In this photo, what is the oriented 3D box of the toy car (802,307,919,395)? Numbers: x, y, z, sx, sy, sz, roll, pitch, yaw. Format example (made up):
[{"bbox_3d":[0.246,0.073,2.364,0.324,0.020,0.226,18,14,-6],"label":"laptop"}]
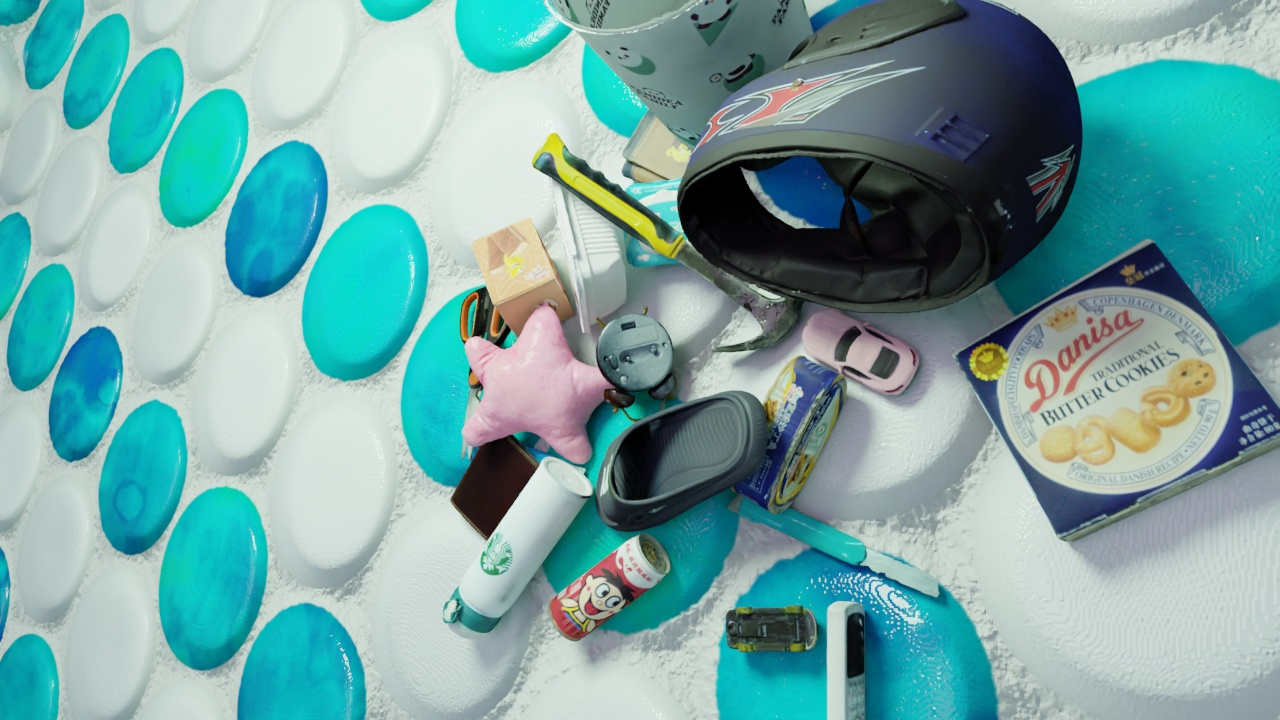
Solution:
[{"bbox_3d":[0.206,-0.010,0.873,0.122,0.037,0.056,31,94,36],"label":"toy car"}]

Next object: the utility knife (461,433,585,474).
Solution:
[{"bbox_3d":[-0.142,0.114,1.088,0.194,0.018,0.034,11,84,34],"label":"utility knife"}]

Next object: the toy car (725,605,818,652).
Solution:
[{"bbox_3d":[0.124,0.252,0.862,0.091,0.035,0.042,-11,74,31],"label":"toy car"}]

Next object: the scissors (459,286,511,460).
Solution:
[{"bbox_3d":[-0.208,0.013,1.143,0.143,0.021,0.235,19,84,40],"label":"scissors"}]

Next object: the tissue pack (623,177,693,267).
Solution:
[{"bbox_3d":[0.044,-0.152,0.994,0.134,0.050,0.093,-3,100,33],"label":"tissue pack"}]

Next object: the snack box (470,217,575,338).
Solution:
[{"bbox_3d":[-0.137,-0.095,1.078,0.077,0.093,0.094,-24,62,0],"label":"snack box"}]

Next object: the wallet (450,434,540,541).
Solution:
[{"bbox_3d":[-0.169,0.148,1.082,0.096,0.020,0.122,40,110,25],"label":"wallet"}]

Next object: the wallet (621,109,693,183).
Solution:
[{"bbox_3d":[0.039,-0.234,1.046,0.115,0.033,0.090,30,95,32],"label":"wallet"}]

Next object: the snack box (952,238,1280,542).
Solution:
[{"bbox_3d":[0.378,0.026,0.741,0.178,0.045,0.182,-34,62,22],"label":"snack box"}]

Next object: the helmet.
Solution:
[{"bbox_3d":[0.210,-0.187,0.792,0.316,0.247,0.239,8,55,38],"label":"helmet"}]

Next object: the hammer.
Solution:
[{"bbox_3d":[0.021,-0.124,0.948,0.323,0.032,0.126,36,100,8],"label":"hammer"}]

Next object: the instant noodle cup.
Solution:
[{"bbox_3d":[-0.058,-0.133,1.034,0.060,0.138,0.173,-14,67,-6],"label":"instant noodle cup"}]

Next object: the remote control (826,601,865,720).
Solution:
[{"bbox_3d":[0.181,0.288,0.800,0.021,0.058,0.150,-4,77,30],"label":"remote control"}]

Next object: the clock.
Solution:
[{"bbox_3d":[-0.006,0.006,0.984,0.082,0.055,0.122,-13,88,-9],"label":"clock"}]

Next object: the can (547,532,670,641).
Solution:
[{"bbox_3d":[-0.033,0.237,0.961,0.133,0.053,0.053,-40,59,19],"label":"can"}]

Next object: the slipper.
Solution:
[{"bbox_3d":[0.013,0.095,0.908,0.269,0.083,0.110,-32,55,49],"label":"slipper"}]

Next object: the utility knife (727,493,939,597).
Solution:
[{"bbox_3d":[0.176,0.169,0.861,0.223,0.013,0.029,20,88,38],"label":"utility knife"}]

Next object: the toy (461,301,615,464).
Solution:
[{"bbox_3d":[-0.107,0.023,1.039,0.195,0.074,0.178,7,93,10],"label":"toy"}]

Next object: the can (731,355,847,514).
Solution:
[{"bbox_3d":[0.141,0.071,0.873,0.049,0.074,0.148,29,97,33],"label":"can"}]

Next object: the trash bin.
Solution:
[{"bbox_3d":[0.056,-0.344,0.909,0.230,0.252,0.229,-9,67,23],"label":"trash bin"}]

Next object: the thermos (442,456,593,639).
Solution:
[{"bbox_3d":[-0.142,0.214,1.024,0.073,0.073,0.224,44,106,34],"label":"thermos"}]
